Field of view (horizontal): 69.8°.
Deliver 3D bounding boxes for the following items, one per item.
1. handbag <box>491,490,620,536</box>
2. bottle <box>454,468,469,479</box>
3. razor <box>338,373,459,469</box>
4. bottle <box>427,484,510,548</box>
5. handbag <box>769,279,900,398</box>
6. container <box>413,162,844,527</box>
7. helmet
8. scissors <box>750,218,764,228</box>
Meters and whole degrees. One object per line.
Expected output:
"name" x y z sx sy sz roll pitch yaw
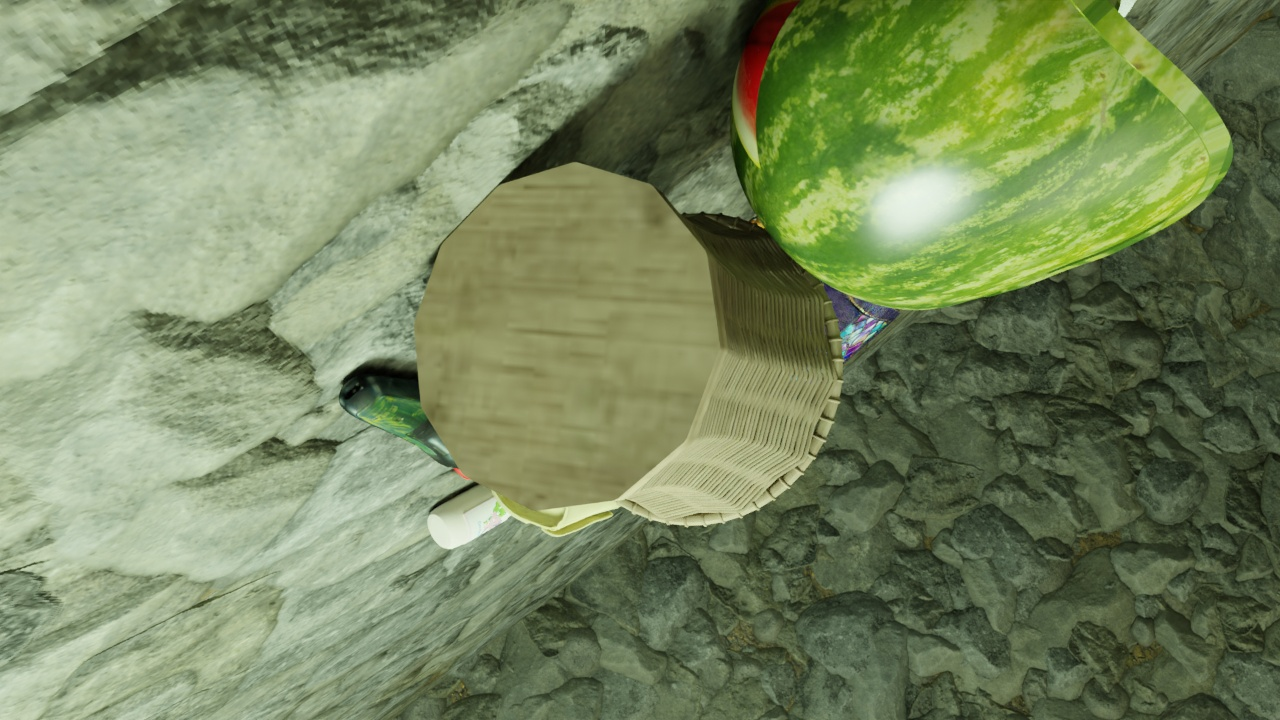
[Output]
"handbag" -0.088 0.136 1.020 0.119 0.111 0.081 -6 104 -56
"bottle" -0.125 0.062 0.856 0.119 0.036 0.036 -39 167 4
"razor" -0.157 0.043 0.653 0.054 0.067 0.151 -43 159 2
"bottle" -0.171 0.162 1.042 0.145 0.051 0.051 -26 162 -43
"handbag" 0.203 -0.051 1.149 0.205 0.125 0.221 -44 159 22
"container" -0.005 -0.004 0.579 0.227 0.227 0.196 -42 160 15
"helmet" 0.172 -0.143 0.542 0.243 0.212 0.248 17 146 -27
"scissors" 0.138 -0.147 0.903 0.128 0.013 0.064 -41 167 17
